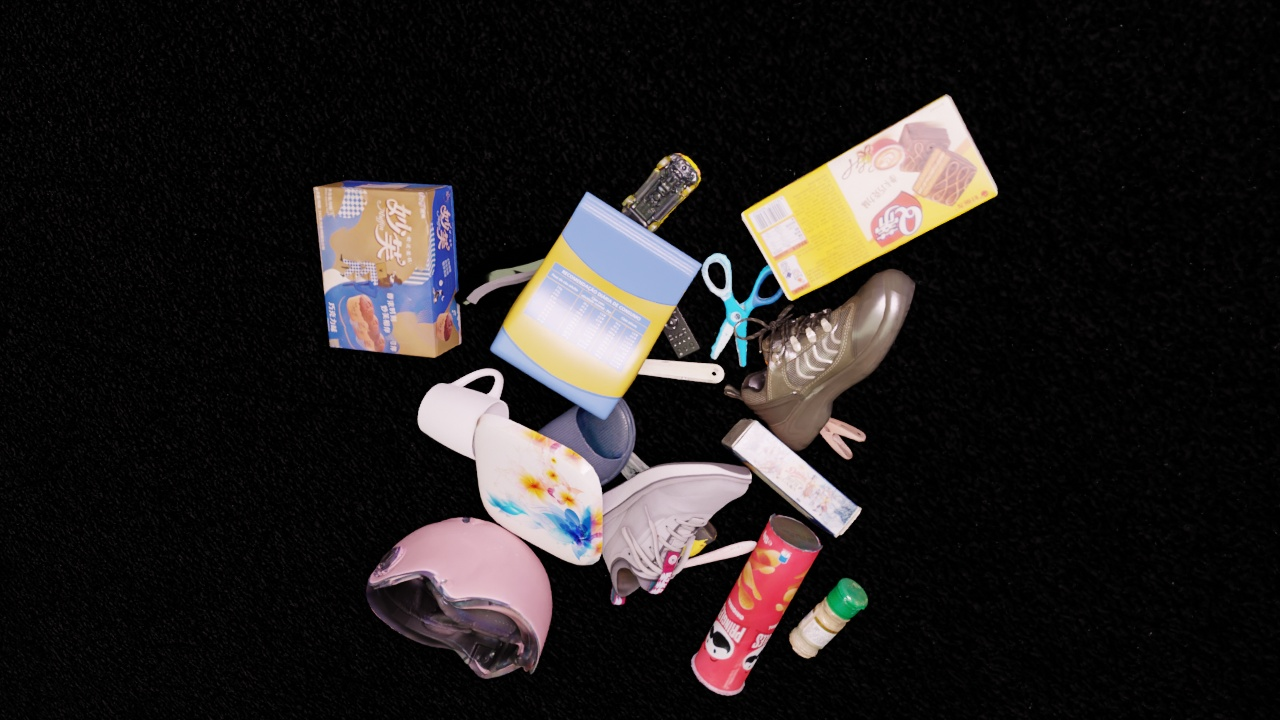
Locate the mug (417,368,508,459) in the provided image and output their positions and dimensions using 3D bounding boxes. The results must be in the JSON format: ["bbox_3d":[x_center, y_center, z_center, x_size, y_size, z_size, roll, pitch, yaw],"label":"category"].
[{"bbox_3d":[-0.220,0.059,1.167,0.088,0.081,0.114,20,81,21],"label":"mug"}]

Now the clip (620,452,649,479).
[{"bbox_3d":[-0.019,0.134,1.144,0.078,0.023,0.049,37,114,2],"label":"clip"}]

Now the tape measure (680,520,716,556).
[{"bbox_3d":[0.052,0.211,1.136,0.064,0.037,0.065,-37,93,25],"label":"tape measure"}]

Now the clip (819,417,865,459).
[{"bbox_3d":[0.223,0.089,1.046,0.060,0.024,0.040,24,111,21],"label":"clip"}]

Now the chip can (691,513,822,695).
[{"bbox_3d":[0.140,0.297,1.116,0.073,0.073,0.233,27,113,9],"label":"chip can"}]

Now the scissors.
[{"bbox_3d":[0.121,-0.055,1.040,0.114,0.013,0.140,-4,103,19],"label":"scissors"}]

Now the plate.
[{"bbox_3d":[-0.127,0.160,1.095,0.187,0.016,0.187,22,132,25],"label":"plate"}]

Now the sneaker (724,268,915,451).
[{"bbox_3d":[0.176,-0.026,0.983,0.143,0.100,0.239,33,121,-1],"label":"sneaker"}]

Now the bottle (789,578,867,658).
[{"bbox_3d":[0.226,0.313,1.107,0.043,0.043,0.111,37,116,4],"label":"bottle"}]

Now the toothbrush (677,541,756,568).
[{"bbox_3d":[0.065,0.256,1.158,0.182,0.018,0.016,-22,100,23],"label":"toothbrush"}]

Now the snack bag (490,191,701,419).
[{"bbox_3d":[-0.050,-0.061,1.030,0.159,0.102,0.205,32,95,-5],"label":"snack bag"}]

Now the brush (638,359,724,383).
[{"bbox_3d":[-0.007,0.006,1.104,0.218,0.012,0.033,6,109,16],"label":"brush"}]

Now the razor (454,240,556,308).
[{"bbox_3d":[-0.150,-0.108,1.097,0.156,0.057,0.060,-27,129,25],"label":"razor"}]

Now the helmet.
[{"bbox_3d":[-0.228,0.293,1.185,0.256,0.152,0.230,-21,126,41],"label":"helmet"}]

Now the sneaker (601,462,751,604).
[{"bbox_3d":[0.030,0.195,1.053,0.264,0.096,0.128,-34,58,43],"label":"sneaker"}]

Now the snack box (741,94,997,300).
[{"bbox_3d":[0.231,-0.163,0.938,0.231,0.061,0.110,-28,96,25],"label":"snack box"}]

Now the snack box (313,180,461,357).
[{"bbox_3d":[-0.311,-0.115,1.137,0.155,0.069,0.203,6,109,16],"label":"snack box"}]

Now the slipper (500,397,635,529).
[{"bbox_3d":[-0.113,0.137,1.132,0.264,0.082,0.101,-40,75,29],"label":"slipper"}]

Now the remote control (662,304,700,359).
[{"bbox_3d":[0.024,-0.068,1.069,0.030,0.009,0.140,-27,97,24],"label":"remote control"}]

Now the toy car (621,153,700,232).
[{"bbox_3d":[0.021,-0.183,1.022,0.049,0.030,0.107,47,117,-2],"label":"toy car"}]

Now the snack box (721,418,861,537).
[{"bbox_3d":[0.160,0.125,1.013,0.145,0.144,0.042,40,88,2],"label":"snack box"}]
